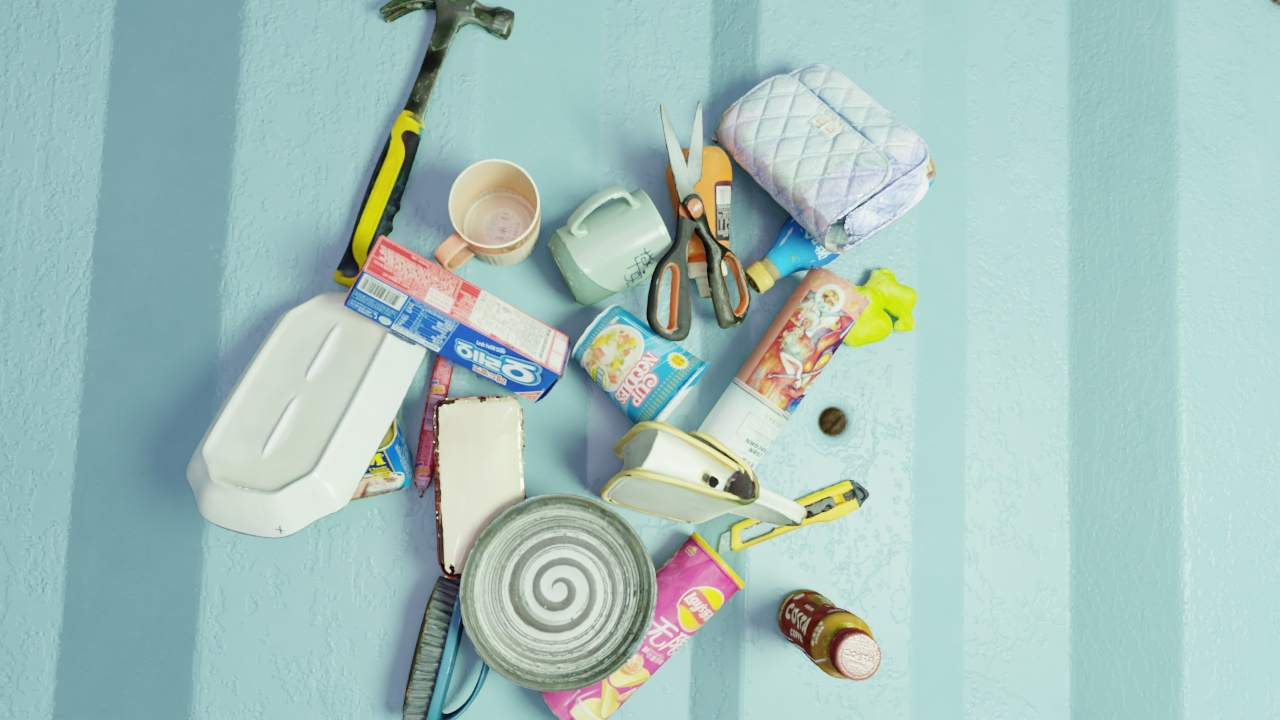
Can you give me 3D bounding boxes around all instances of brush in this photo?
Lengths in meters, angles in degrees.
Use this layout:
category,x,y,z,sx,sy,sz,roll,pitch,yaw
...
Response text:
category,x,y,z,sx,sy,sz,roll,pitch,yaw
brush,-0.179,0.281,0.874,0.073,0.055,0.143,14,84,-2

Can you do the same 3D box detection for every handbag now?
category,x,y,z,sx,sy,sz,roll,pitch,yaw
handbag,0.175,-0.203,0.889,0.134,0.075,0.194,-35,55,-4
handbag,0.061,0.116,0.853,0.178,0.164,0.063,19,72,-6

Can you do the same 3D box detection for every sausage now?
category,x,y,z,sx,sy,sz,roll,pitch,yaw
sausage,-0.205,0.059,0.908,0.020,0.020,0.155,10,85,-4

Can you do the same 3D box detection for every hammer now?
category,x,y,z,sx,sy,sz,roll,pitch,yaw
hammer,-0.238,-0.225,0.922,0.126,0.032,0.323,19,85,-3

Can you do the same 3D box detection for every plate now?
category,x,y,z,sx,sy,sz,roll,pitch,yaw
plate,-0.074,0.212,0.842,0.179,0.024,0.179,0,85,-5
plate,-0.302,0.032,0.829,0.162,0.034,0.265,12,55,11

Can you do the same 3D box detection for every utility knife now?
category,x,y,z,sx,sy,sz,roll,pitch,yaw
utility knife,0.155,0.160,0.929,0.167,0.015,0.033,-20,84,-6

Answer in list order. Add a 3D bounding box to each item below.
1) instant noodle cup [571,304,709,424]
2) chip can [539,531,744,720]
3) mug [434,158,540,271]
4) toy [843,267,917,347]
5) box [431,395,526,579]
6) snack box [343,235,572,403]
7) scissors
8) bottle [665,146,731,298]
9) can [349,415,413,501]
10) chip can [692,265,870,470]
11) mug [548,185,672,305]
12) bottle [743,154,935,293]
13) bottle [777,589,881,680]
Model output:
category,x,y,z,sx,sy,sz,roll,pitch,yaw
instant noodle cup,-0.005,0.005,0.895,0.110,0.099,0.099,39,83,8
chip can,0.002,0.263,0.881,0.210,0.071,0.071,-43,90,-6
mug,-0.148,-0.128,0.883,0.114,0.106,0.081,-43,90,-6
toy,0.235,-0.052,0.944,0.096,0.031,0.100,39,80,2
box,-0.150,0.118,0.870,0.091,0.077,0.168,-2,88,-15
snack box,-0.168,-0.035,0.864,0.207,0.057,0.058,29,41,-17
scissors,0.044,-0.122,0.866,0.197,0.022,0.227,-47,119,-23
bottle,0.063,-0.137,0.926,0.066,0.067,0.149,-5,93,-5
can,-0.270,0.089,0.861,0.102,0.083,0.057,-11,53,-5
chip can,0.135,0.012,0.899,0.071,0.071,0.214,34,90,-1
mug,-0.033,-0.117,0.891,0.106,0.112,0.082,-26,53,-4
bottle,0.198,-0.144,0.932,0.218,0.065,0.065,-36,89,-6
bottle,0.173,0.252,0.843,0.057,0.175,0.057,0,85,-5
